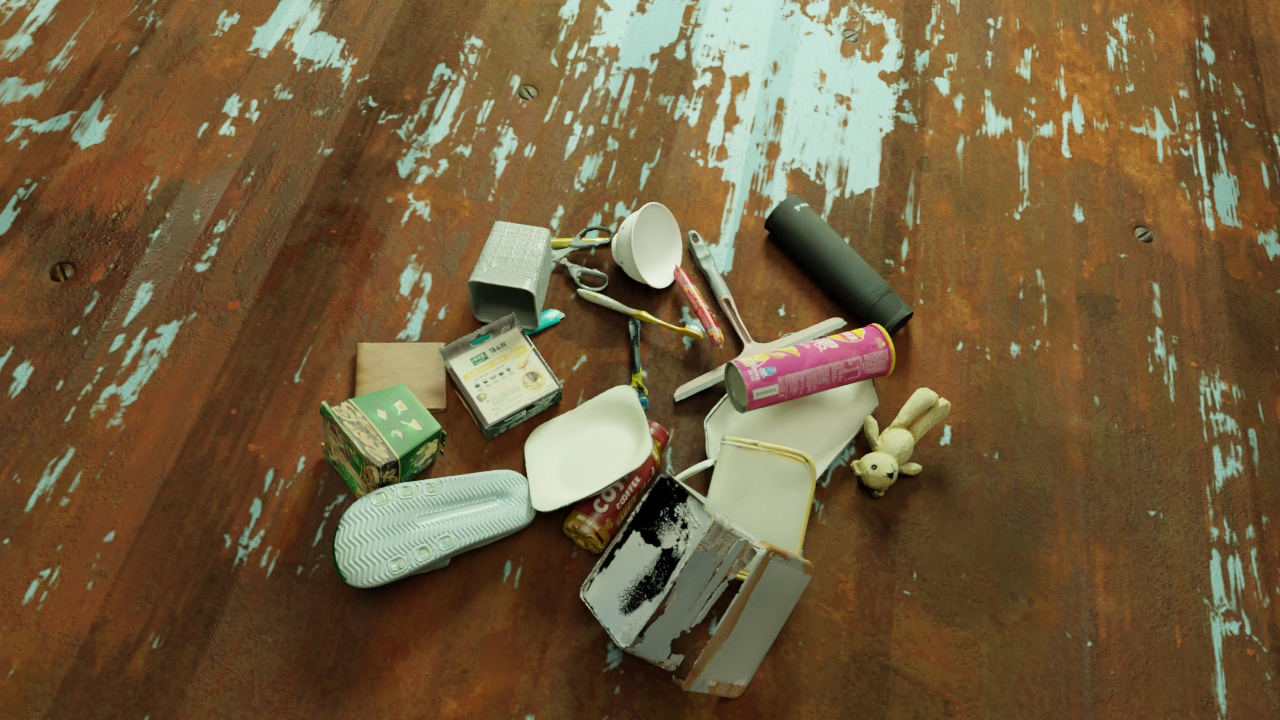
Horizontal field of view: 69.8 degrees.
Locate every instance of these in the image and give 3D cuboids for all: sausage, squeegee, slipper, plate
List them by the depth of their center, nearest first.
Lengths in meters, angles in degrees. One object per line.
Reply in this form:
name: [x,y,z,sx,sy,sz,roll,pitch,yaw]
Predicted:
slipper: [-0.238,0.191,1.067,0.244,0.074,0.104,-13,69,-32]
plate: [-0.061,0.112,1.112,0.164,0.034,0.164,-27,36,7]
plate: [0.196,0.074,1.204,0.162,0.034,0.265,38,64,14]
sausage: [0.080,-0.075,1.251,0.020,0.020,0.155,-17,57,-16]
squeegee: [0.120,-0.085,1.280,0.247,0.040,0.249,-24,59,1]

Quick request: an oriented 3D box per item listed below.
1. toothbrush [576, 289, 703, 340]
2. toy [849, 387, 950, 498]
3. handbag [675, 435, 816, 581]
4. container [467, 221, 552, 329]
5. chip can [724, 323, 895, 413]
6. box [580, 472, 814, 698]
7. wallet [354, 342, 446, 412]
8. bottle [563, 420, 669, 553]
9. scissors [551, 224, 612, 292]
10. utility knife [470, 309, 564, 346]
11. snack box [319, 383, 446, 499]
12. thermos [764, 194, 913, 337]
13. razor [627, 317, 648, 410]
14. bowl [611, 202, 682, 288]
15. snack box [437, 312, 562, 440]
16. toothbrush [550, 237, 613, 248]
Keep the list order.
toothbrush: [-0.001,-0.066,1.256,0.191,0.016,0.018,21,54,15]
toy: [0.335,0.103,1.175,0.105,0.066,0.157,44,81,-15]
handbag: [0.109,0.172,1.097,0.179,0.063,0.163,14,86,7]
container: [-0.168,-0.117,1.224,0.090,0.090,0.114,10,57,4]
chip can: [0.217,0.010,1.180,0.210,0.072,0.071,-14,64,-14]
box: [0.077,0.257,1.020,0.193,0.156,0.183,35,89,-32]
wallet: [-0.309,0.022,1.182,0.115,0.020,0.101,-1,61,-10]
bottle: [-0.025,0.150,1.121,0.057,0.058,0.174,31,63,10]
scissors: [-0.115,-0.147,1.291,0.159,0.014,0.175,-42,81,-10]
utility knife: [-0.172,-0.035,1.233,0.156,0.013,0.029,-25,69,-22]
snack box: [-0.306,0.095,1.097,0.105,0.118,0.117,-32,69,-35]
thermos: [0.288,-0.134,1.320,0.242,0.069,0.089,49,34,17]
razor: [-0.007,0.007,1.223,0.043,0.022,0.142,-13,61,21]
bowl: [-0.001,-0.158,1.283,0.065,0.118,0.118,0,53,37]
snack box: [-0.179,0.020,1.178,0.113,0.053,0.125,-28,68,-20]
toothbrush: [-0.061,-0.174,1.320,0.190,0.017,0.015,-4,60,-9]
